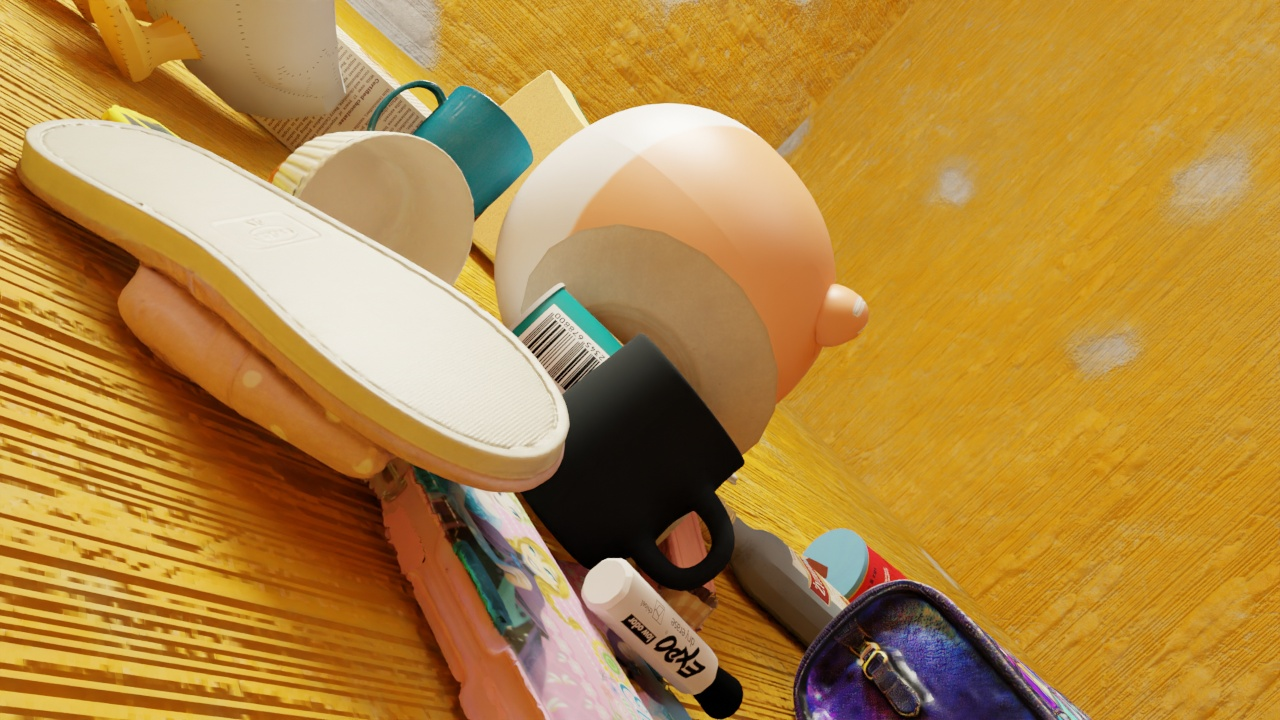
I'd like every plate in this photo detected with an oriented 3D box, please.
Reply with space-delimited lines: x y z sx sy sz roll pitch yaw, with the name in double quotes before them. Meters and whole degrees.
"plate" -0.003 0.003 0.605 0.188 0.189 0.027 43 40 -1

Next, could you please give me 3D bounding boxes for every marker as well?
"marker" 0.015 0.132 0.423 0.126 0.025 0.025 53 1 -38

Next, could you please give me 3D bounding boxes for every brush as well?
"brush" -0.076 -0.151 0.966 0.250 0.195 0.075 45 8 12

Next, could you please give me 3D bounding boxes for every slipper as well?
"slipper" -0.149 -0.021 0.381 0.274 0.054 0.114 33 24 16

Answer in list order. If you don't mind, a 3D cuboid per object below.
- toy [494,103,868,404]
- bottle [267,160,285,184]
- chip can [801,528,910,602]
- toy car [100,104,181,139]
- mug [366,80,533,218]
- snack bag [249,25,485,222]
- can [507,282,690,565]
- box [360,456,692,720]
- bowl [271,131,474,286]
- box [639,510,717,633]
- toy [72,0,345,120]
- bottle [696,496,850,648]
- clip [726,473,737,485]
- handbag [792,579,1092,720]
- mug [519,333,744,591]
"toy" 0.029 -0.058 0.734 0.281 0.262 0.266 38 -22 37
"bottle" -0.190 -0.094 0.595 0.063 0.063 0.108 48 10 26
"chip can" 0.248 0.251 0.884 0.213 0.087 0.087 39 9 -24
"toy car" -0.232 -0.088 0.469 0.107 0.030 0.049 46 7 8
"mug" -0.157 -0.157 0.707 0.112 0.104 0.084 47 -16 -25
"snack bag" -0.223 -0.185 0.779 0.206 0.094 0.070 42 8 -12
"can" -0.029 0.038 0.557 0.144 0.099 0.099 43 8 -1
"box" -0.031 0.120 0.393 0.230 0.035 0.159 50 5 37
"bowl" -0.160 -0.080 0.524 0.062 0.115 0.115 31 -1 38
"box" 0.022 0.117 0.610 0.186 0.053 0.058 -107 -179 -72
"toy" -0.244 -0.272 0.632 0.141 0.266 0.247 48 -30 26
"bottle" 0.109 0.173 0.734 0.161 0.046 0.072 43 8 -7
"clip" 0.024 0.062 0.902 0.147 0.081 0.125 36 9 -34
"handbag" 0.214 0.250 0.579 0.205 0.125 0.222 39 8 -31
"mug" 0.000 0.060 0.454 0.121 0.094 0.085 50 -3 30
